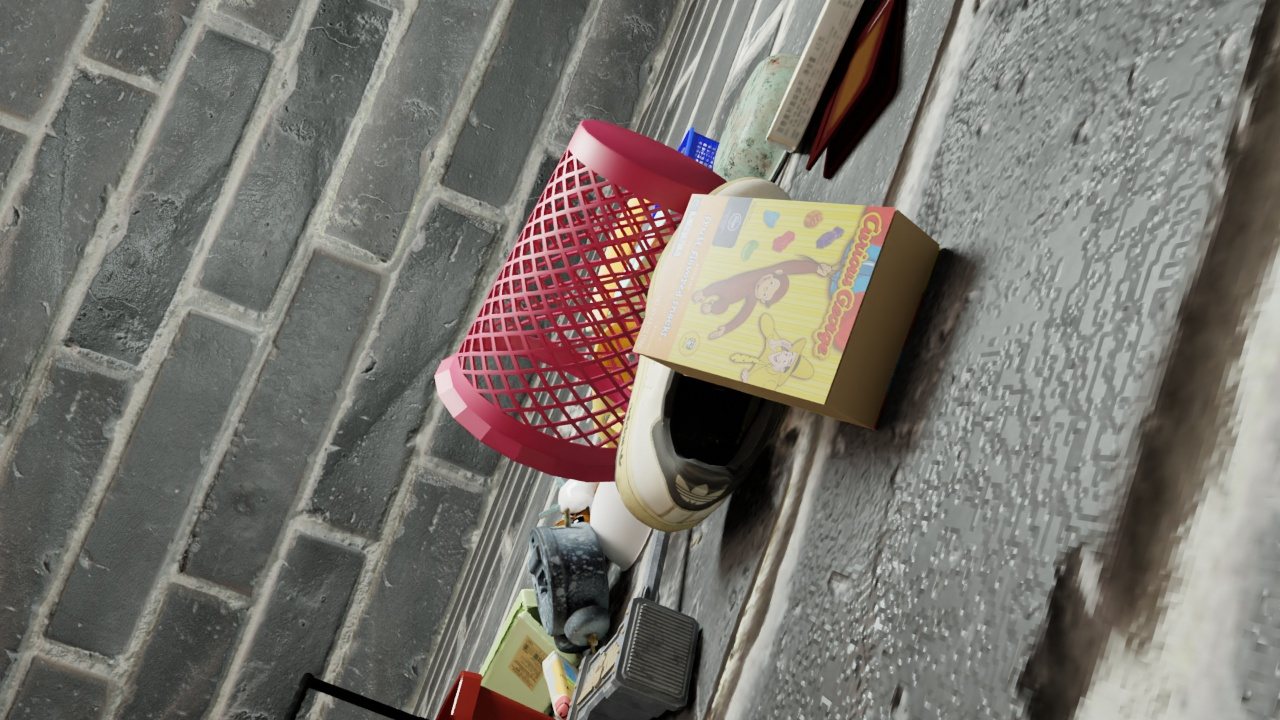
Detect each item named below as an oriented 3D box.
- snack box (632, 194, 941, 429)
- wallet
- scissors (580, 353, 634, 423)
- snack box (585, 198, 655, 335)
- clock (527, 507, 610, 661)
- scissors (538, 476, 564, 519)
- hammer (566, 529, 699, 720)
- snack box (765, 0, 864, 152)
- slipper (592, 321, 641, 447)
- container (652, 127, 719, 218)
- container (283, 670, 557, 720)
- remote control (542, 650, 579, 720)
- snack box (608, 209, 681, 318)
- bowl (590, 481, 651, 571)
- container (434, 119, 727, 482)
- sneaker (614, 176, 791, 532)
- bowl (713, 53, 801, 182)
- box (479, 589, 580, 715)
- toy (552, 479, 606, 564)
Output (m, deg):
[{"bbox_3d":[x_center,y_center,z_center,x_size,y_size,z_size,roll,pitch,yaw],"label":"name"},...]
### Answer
[{"bbox_3d":[0.065,-0.028,0.441,0.126,0.040,0.088,16,84,49],"label":"snack box"},{"bbox_3d":[0.146,-0.190,0.615,0.092,0.018,0.115,124,167,-55],"label":"wallet"},{"bbox_3d":[-0.018,-0.010,0.973,0.171,0.023,0.168,-64,-12,7],"label":"scissors"},{"bbox_3d":[-0.003,-0.120,1.118,0.145,0.080,0.195,171,119,-79],"label":"snack box"},{"bbox_3d":[-0.057,0.190,0.745,0.090,0.052,0.129,119,141,-62],"label":"clock"},{"bbox_3d":[-0.065,0.149,0.926,0.135,0.015,0.126,-20,-56,-53],"label":"scissors"},{"bbox_3d":[0.020,0.096,0.632,0.099,0.044,0.321,120,170,-45],"label":"hammer"},{"bbox_3d":[0.137,-0.233,0.694,0.081,0.026,0.150,-57,-10,-77],"label":"snack box"},{"bbox_3d":[-0.005,0.005,0.860,0.264,0.078,0.099,122,164,-49],"label":"slipper"},{"bbox_3d":[0.057,-0.178,0.975,0.096,0.058,0.114,123,165,-52],"label":"container"},{"bbox_3d":[-0.130,0.275,0.572,0.147,0.201,0.127,-80,15,-52],"label":"container"},{"bbox_3d":[-0.052,0.250,0.683,0.018,0.038,0.126,-47,7,-8],"label":"remote control"},{"bbox_3d":[0.033,-0.087,0.854,0.175,0.075,0.053,126,164,-56],"label":"snack box"},{"bbox_3d":[-0.016,0.118,0.774,0.110,0.040,0.110,-160,91,-81],"label":"bowl"},{"bbox_3d":[-0.031,-0.052,0.703,0.183,0.183,0.226,-90,24,-66],"label":"container"},{"bbox_3d":[0.050,-0.020,0.550,0.102,0.089,0.241,130,158,-68],"label":"sneaker"},{"bbox_3d":[0.105,-0.210,0.822,0.157,0.038,0.157,-160,91,-81],"label":"bowl"},{"bbox_3d":[-0.108,0.282,0.844,0.089,0.077,0.188,-80,13,-50],"label":"box"},{"bbox_3d":[-0.051,0.147,0.866,0.112,0.067,0.087,-62,6,-21],"label":"toy"}]
